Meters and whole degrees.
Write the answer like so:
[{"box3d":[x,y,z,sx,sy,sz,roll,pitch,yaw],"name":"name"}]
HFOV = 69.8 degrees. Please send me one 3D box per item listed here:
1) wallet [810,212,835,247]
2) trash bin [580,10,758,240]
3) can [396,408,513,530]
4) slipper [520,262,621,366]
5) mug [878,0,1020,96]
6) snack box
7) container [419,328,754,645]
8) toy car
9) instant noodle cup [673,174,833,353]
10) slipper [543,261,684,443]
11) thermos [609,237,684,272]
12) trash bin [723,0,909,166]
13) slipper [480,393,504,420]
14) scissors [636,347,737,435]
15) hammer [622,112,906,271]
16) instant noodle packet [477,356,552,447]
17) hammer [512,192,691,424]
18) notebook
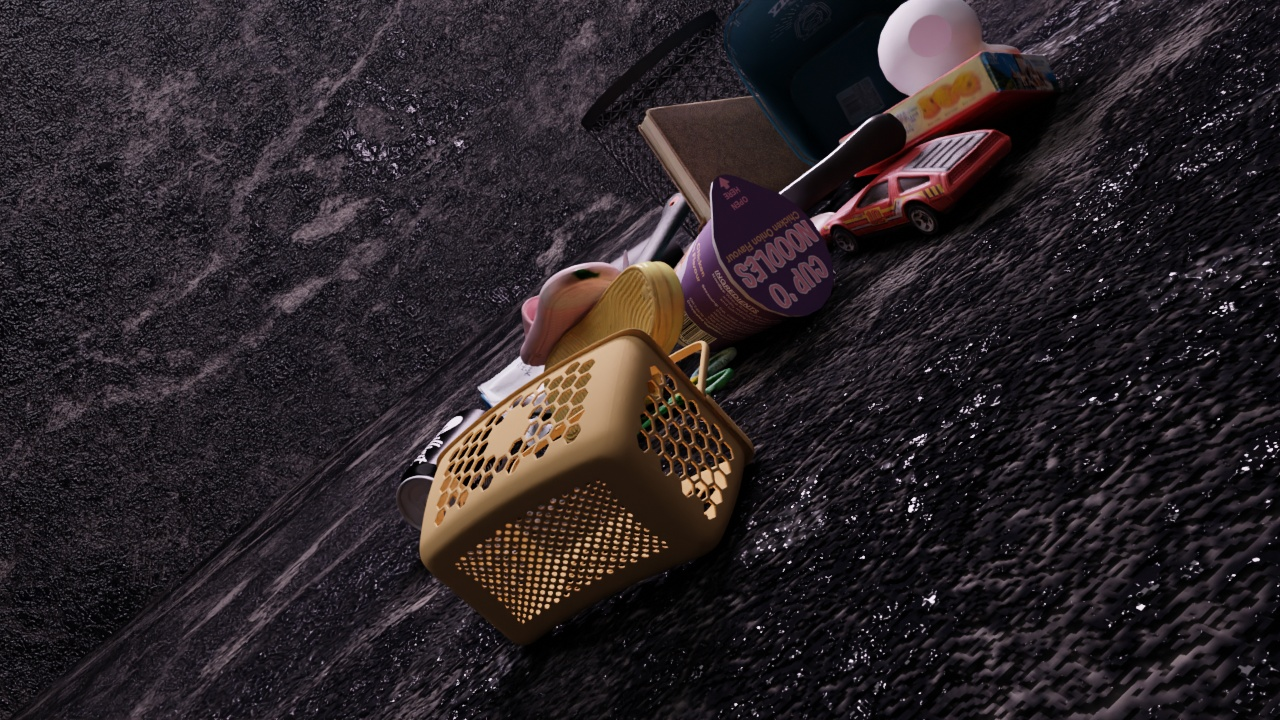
[{"box3d":[0.144,-0.103,0.927,0.098,0.027,0.121,-44,13,-14],"name":"wallet"},{"box3d":[0.084,-0.276,1.180,0.217,0.243,0.217,-38,6,5],"name":"trash bin"},{"box3d":[-0.198,0.117,0.994,0.080,0.080,0.145,-33,13,27],"name":"can"},{"box3d":[-0.066,-0.046,0.905,0.106,0.055,0.222,-13,-15,-15],"name":"slipper"},{"box3d":[0.277,-0.279,0.822,0.124,0.090,0.076,12,8,17],"name":"mug"},{"box3d":[0.273,-0.216,0.809,0.144,0.040,0.143,-18,-6,-46],"name":"snack box"},{"box3d":[-0.036,0.066,0.586,0.184,0.129,0.166,-33,22,26],"name":"container"},{"box3d":[0.222,-0.139,0.765,0.081,0.056,0.190,-40,9,-17],"name":"toy car"},{"box3d":[0.075,-0.073,0.797,0.121,0.137,0.122,-37,-2,-39],"name":"instant noodle cup"},{"box3d":[-0.015,0.000,0.833,0.078,0.099,0.264,-2,-26,-27],"name":"slipper"},{"box3d":[-0.037,-0.087,1.246,0.218,0.106,0.106,-38,11,-21],"name":"thermos"},{"box3d":[0.231,-0.313,0.991,0.197,0.199,0.218,-35,-8,18],"name":"trash bin"},{"box3d":[-0.183,0.069,1.187,0.213,0.059,0.104,-43,15,-15],"name":"slipper"},{"box3d":[0.038,0.027,0.790,0.130,0.012,0.116,-30,12,41],"name":"scissors"},{"box3d":[0.103,-0.121,0.834,0.312,0.125,0.029,-35,43,36],"name":"hammer"},{"box3d":[-0.060,-0.015,1.110,0.269,0.057,0.147,-41,40,-9],"name":"instant noodle packet"},{"box3d":[-0.023,-0.068,1.057,0.133,0.033,0.332,-1,52,50],"name":"hammer"},{"box3d":[0.121,-0.208,1.011,0.214,0.190,0.035,-18,-20,-37],"name":"notebook"}]
